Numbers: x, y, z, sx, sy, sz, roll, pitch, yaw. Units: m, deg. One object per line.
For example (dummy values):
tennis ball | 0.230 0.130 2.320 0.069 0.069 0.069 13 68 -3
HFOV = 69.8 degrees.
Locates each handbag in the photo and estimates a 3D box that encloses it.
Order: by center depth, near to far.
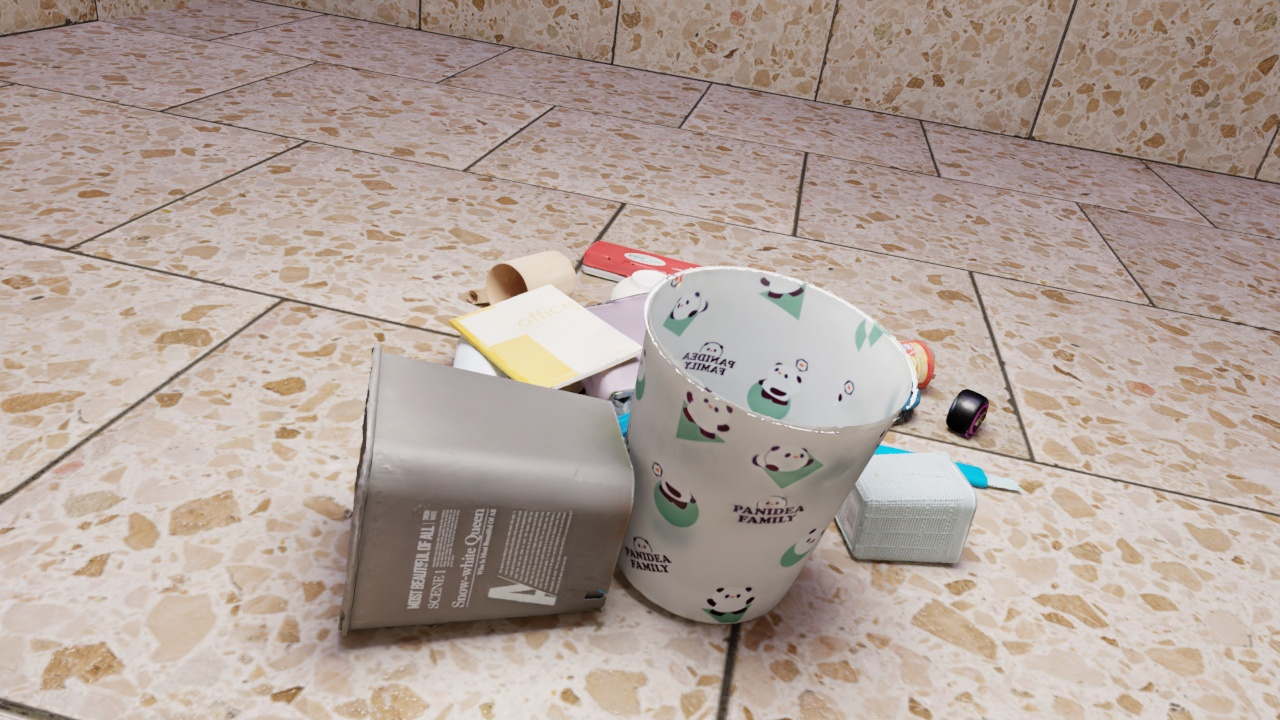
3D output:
handbag | -0.007 0.006 1.106 0.144 0.099 0.197 -2 34 -24

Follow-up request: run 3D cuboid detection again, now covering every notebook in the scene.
notebook | -0.113 -0.028 1.067 0.145 0.010 0.206 -23 37 -28

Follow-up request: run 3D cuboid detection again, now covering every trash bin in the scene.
trash bin | -0.135 0.117 0.788 0.219 0.199 0.198 8 29 -16
trash bin | 0.085 0.080 0.812 0.229 0.252 0.229 11 34 -8

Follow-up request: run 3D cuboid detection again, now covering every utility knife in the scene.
utility knife | 0.352 0.128 1.072 0.186 0.018 0.034 11 40 4

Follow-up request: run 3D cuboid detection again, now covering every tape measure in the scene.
tape measure | 0.417 0.067 1.163 0.039 0.057 0.057 29 26 31

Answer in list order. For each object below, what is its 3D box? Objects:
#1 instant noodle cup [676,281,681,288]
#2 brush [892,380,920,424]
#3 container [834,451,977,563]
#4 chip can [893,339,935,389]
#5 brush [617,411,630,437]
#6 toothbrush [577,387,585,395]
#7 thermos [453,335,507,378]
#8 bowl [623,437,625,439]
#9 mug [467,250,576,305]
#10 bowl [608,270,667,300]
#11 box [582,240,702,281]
instant noodle cup | 0.108 -0.032 1.200 0.151 0.112 0.151 7 28 -4
brush | 0.291 0.045 1.150 0.143 0.074 0.055 -5 36 -24
container | 0.264 0.149 0.937 0.111 0.090 0.089 1 28 -7
chip can | 0.284 0.013 1.211 0.216 0.073 0.073 -6 31 -25
brush | 0.093 0.073 1.030 0.314 0.110 0.060 20 33 -57
toothbrush | -0.076 0.052 1.094 0.016 0.014 0.189 43 24 -17
thermos | -0.185 0.042 1.032 0.073 0.073 0.224 4 29 -8
bowl | -0.043 0.103 0.957 0.118 0.065 0.118 7 29 -4
mug | -0.169 -0.106 1.311 0.125 0.084 0.103 -4 14 39
bowl | 0.011 -0.090 1.329 0.116 0.066 0.116 7 28 -4
box | 0.010 -0.142 1.463 0.201 0.048 0.086 15 28 12
